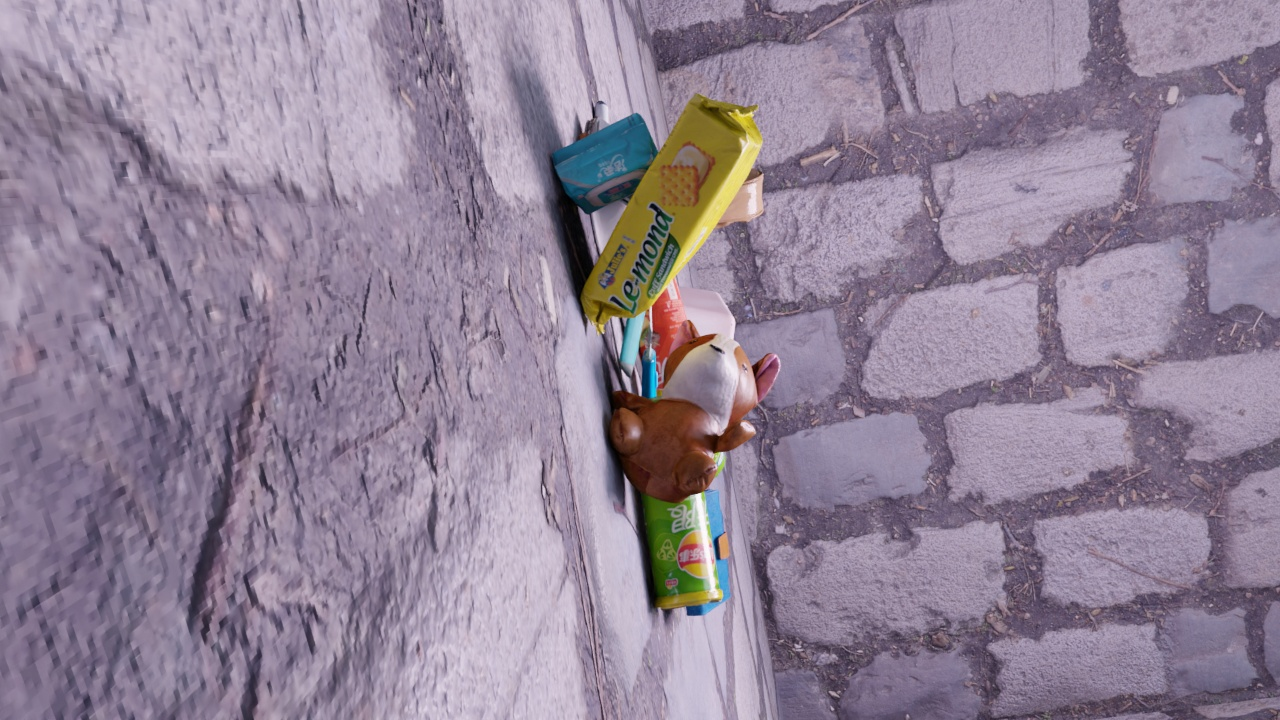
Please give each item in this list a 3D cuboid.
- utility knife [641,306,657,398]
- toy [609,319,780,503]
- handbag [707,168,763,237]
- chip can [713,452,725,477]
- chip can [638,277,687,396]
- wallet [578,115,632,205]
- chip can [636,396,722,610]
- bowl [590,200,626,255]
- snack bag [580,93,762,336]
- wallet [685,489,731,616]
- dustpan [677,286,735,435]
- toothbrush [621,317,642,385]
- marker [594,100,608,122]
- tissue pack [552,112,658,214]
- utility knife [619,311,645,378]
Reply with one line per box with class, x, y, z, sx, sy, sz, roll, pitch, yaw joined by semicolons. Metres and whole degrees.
utility knife;0.010;0.015;1.001;0.219;0.018;0.034;89;8;-51
toy;0.052;0.040;0.908;0.199;0.140;0.131;-49;164;-38
handbag;0.077;-0.241;1.370;0.147;0.204;0.100;-114;-161;-61
chip can;0.081;0.107;1.394;0.236;0.072;0.072;69;13;-57
chip can;0.033;-0.010;1.105;0.073;0.073;0.216;7;67;-82
wallet;-0.025;-0.214;1.018;0.106;0.037;0.129;30;32;-20
chip can;0.035;0.147;0.969;0.072;0.072;0.221;54;27;-73
bowl;-0.014;-0.154;1.051;0.118;0.065;0.118;-10;89;-83
snack bag;0.033;-0.139;0.874;0.247;0.068;0.157;-58;176;18
wallet;0.072;0.218;1.054;0.106;0.040;0.133;6;78;-67
dustpan;0.069;-0.025;1.538;0.222;0.139;0.274;-109;-156;-72
toothbrush;-0.006;0.006;1.090;0.016;0.016;0.180;-159;-125;-79
marker;-0.049;-0.284;1.159;0.022;0.018;0.130;56;23;-49
tissue pack;-0.027;-0.183;0.877;0.133;0.093;0.050;-9;76;-83
utility knife;-0.001;-0.068;1.019;0.029;0.013;0.176;17;85;-52
